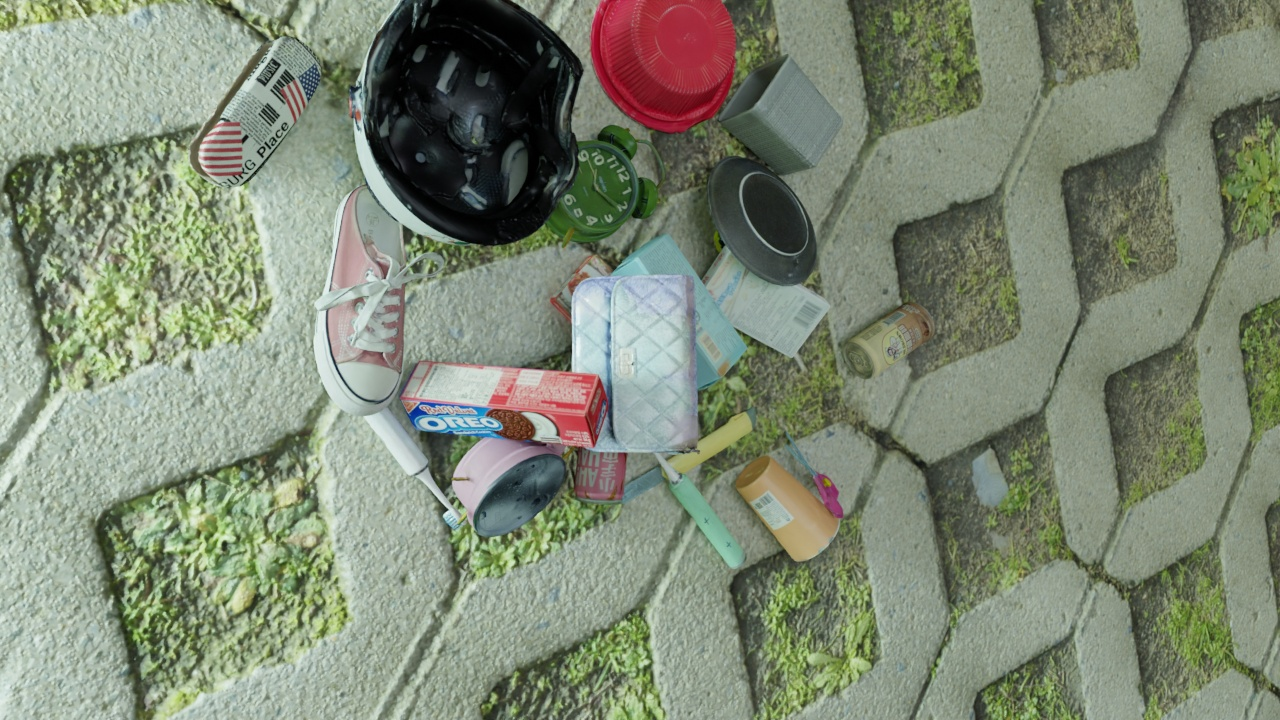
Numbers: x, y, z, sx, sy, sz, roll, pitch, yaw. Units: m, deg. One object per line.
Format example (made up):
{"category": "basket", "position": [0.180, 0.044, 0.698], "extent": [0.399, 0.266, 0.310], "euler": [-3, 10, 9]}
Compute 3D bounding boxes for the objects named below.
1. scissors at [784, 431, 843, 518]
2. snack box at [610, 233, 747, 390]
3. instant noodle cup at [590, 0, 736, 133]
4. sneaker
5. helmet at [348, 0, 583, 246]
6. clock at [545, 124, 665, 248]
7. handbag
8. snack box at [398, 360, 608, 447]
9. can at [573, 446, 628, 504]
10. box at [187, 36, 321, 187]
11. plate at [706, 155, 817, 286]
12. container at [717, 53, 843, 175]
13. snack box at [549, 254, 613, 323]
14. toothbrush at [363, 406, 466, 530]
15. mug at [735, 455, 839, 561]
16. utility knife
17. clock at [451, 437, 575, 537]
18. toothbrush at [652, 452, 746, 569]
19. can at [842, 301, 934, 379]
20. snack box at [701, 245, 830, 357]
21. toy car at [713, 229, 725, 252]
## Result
{"category": "scissors", "position": [0.218, 0.147, 1.148], "extent": [0.017, 0.130, 0.133], "euler": [-37, 123, 16]}
{"category": "snack box", "position": [0.047, -0.056, 1.067], "extent": [0.175, 0.052, 0.074], "euler": [55, 42, -8]}
{"category": "instant noodle cup", "position": [0.042, -0.372, 1.078], "extent": [0.193, 0.066, 0.194], "euler": [0, 91, -24]}
{"category": "sneaker", "position": [-0.268, -0.066, 0.920], "extent": [0.118, 0.088, 0.241], "euler": [7, 81, -34]}
{"category": "helmet", "position": [-0.188, -0.232, 0.924], "extent": [0.229, 0.157, 0.273], "euler": [15, 74, -32]}
{"category": "clock", "position": [-0.044, -0.201, 1.047], "extent": [0.161, 0.056, 0.116], "euler": [-29, 102, -20]}
{"category": "handbag", "position": [-0.006, 0.006, 0.982], "extent": [0.134, 0.075, 0.194], "euler": [-2, 90, 3]}
{"category": "snack box", "position": [-0.140, 0.043, 0.940], "extent": [0.057, 0.208, 0.058], "euler": [77, 24, -47]}
{"category": "can", "position": [-0.041, 0.088, 1.050], "extent": [0.057, 0.058, 0.147], "euler": [6, 88, -23]}
{"category": "box", "position": [-0.370, -0.242, 0.894], "extent": [0.075, 0.083, 0.163], "euler": [37, 74, -26]}
{"category": "plate", "position": [0.155, -0.173, 1.107], "extent": [0.179, 0.024, 0.179], "euler": [20, 56, -32]}
{"category": "container", "position": [0.174, -0.294, 1.124], "extent": [0.114, 0.090, 0.090], "euler": [39, 77, -22]}
{"category": "snack box", "position": [-0.028, -0.044, 1.072], "extent": [0.153, 0.025, 0.075], "euler": [46, 74, -17]}
{"category": "toothbrush", "position": [-0.254, 0.092, 0.977], "extent": [0.026, 0.026, 0.221], "euler": [-33, 104, 4]}
{"category": "mug", "position": [0.178, 0.180, 1.138], "extent": [0.123, 0.078, 0.078], "euler": [46, 74, -12]}
{"category": "utility knife", "position": [0.058, 0.117, 1.114], "extent": [0.220, 0.022, 0.031], "euler": [-29, 98, -27]}
{"category": "clock", "position": [-0.128, 0.118, 0.986], "extent": [0.158, 0.117, 0.060], "euler": [-28, 57, -28]}
{"category": "toothbrush", "position": [0.061, 0.167, 1.100], "extent": [0.027, 0.026, 0.224], "euler": [-34, 111, 5]}
{"category": "can", "position": [0.327, -0.027, 1.205], "extent": [0.116, 0.059, 0.058], "euler": [-32, 102, -20]}
{"category": "snack box", "position": [0.147, -0.072, 1.125], "extent": [0.156, 0.026, 0.085], "euler": [27, 111, -21]}
{"category": "toy car", "position": [0.126, -0.170, 1.134], "extent": [0.048, 0.032, 0.105], "euler": [45, 63, -17]}
